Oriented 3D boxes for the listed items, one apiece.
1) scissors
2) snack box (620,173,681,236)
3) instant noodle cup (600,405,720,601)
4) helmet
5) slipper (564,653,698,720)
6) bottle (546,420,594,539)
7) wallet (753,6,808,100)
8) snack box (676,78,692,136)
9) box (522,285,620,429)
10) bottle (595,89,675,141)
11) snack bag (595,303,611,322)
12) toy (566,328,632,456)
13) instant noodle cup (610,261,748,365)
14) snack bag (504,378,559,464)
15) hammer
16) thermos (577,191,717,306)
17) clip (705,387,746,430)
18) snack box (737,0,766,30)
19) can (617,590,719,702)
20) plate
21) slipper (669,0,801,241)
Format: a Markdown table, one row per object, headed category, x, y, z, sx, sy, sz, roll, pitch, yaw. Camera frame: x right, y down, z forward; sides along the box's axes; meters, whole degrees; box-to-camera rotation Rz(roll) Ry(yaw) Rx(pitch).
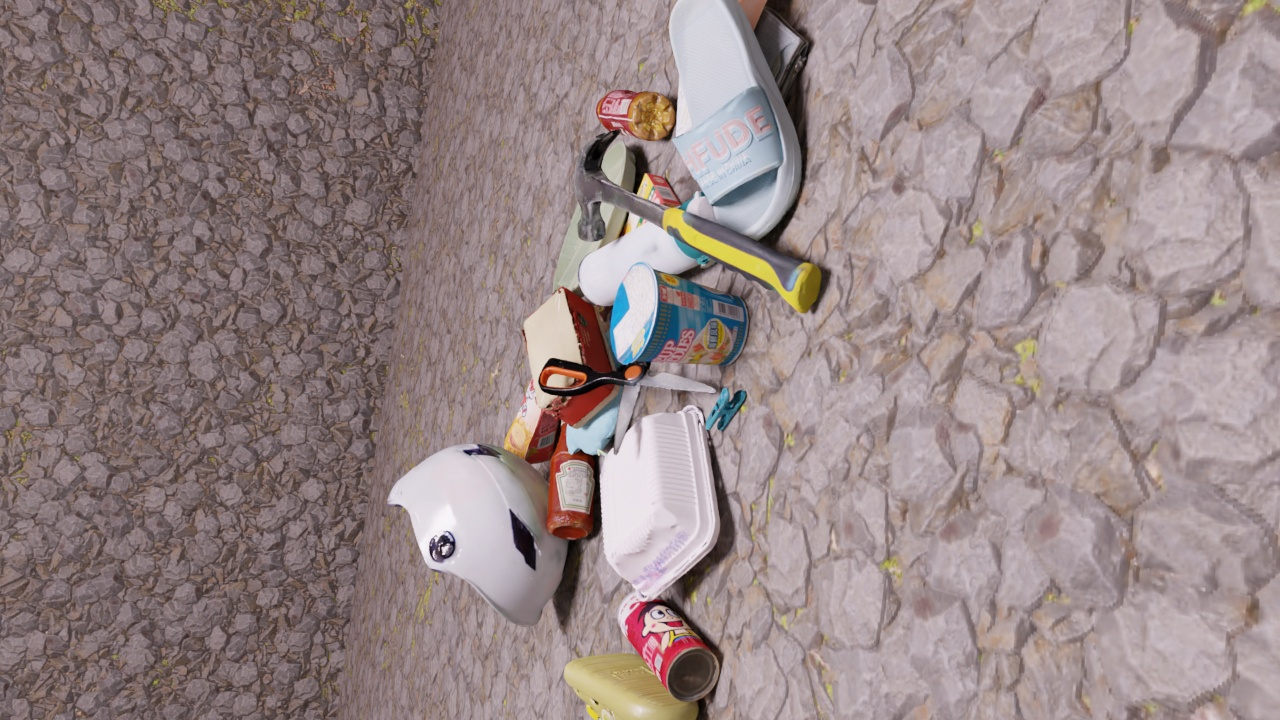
| category | x | y | z | sx | sy | sz | roll | pitch | yaw |
| --- | --- | --- | --- | --- | --- | --- | --- | --- | --- |
| scissors | -0.007 | 0.006 | 0.968 | 0.231 | 0.022 | 0.220 | 7 | 54 | 38 |
| snack box | 0.001 | -0.140 | 1.113 | 0.077 | 0.027 | 0.156 | -114 | 40 | -49 |
| instant noodle cup | 0.010 | 0.133 | 0.911 | 0.138 | 0.060 | 0.173 | -50 | 32 | 35 |
| helmet | -0.183 | 0.205 | 1.201 | 0.146 | 0.229 | 0.258 | -49 | 61 | 4 |
| slipper | -0.014 | 0.341 | 0.898 | 0.191 | 0.091 | 0.081 | -6 | 78 | 62 |
| bottle | -0.088 | 0.126 | 1.180 | 0.060 | 0.059 | 0.205 | 130 | 147 | -50 |
| wallet | 0.110 | -0.270 | 0.900 | 0.106 | 0.037 | 0.130 | -109 | 38 | -51 |
| snack box | 0.073 | -0.332 | 1.022 | 0.085 | 0.026 | 0.156 | 157 | 119 | -63 |
| box | -0.094 | -0.008 | 1.110 | 0.091 | 0.077 | 0.168 | -42 | 39 | 21 |
| bottle | -0.013 | -0.315 | 1.170 | 0.175 | 0.057 | 0.057 | -140 | 62 | -63 |
| snack bag | -0.052 | -0.101 | 1.220 | 0.048 | 0.026 | 0.104 | 116 | 152 | -43 |
| toy | -0.046 | 0.044 | 1.126 | 0.162 | 0.049 | 0.156 | -49 | 33 | 33 |
| instant noodle cup | 0.041 | -0.038 | 0.881 | 0.099 | 0.109 | 0.099 | -171 | 90 | -66 |
| snack bag | -0.130 | 0.042 | 1.289 | 0.128 | 0.073 | 0.208 | -79 | 9 | -67 |
| hammer | 0.040 | -0.128 | 0.866 | 0.323 | 0.031 | 0.126 | 33 | 135 | 41 |
| thermos | 0.017 | -0.115 | 0.992 | 0.225 | 0.073 | 0.073 | -19 | 64 | 54 |
| clip | 0.080 | 0.047 | 0.874 | 0.014 | 0.046 | 0.057 | -105 | 32 | -42 |
| snack box | 0.102 | -0.361 | 0.911 | 0.157 | 0.026 | 0.084 | -66 | 19 | 14 |
| can | 0.023 | 0.269 | 0.879 | 0.133 | 0.053 | 0.053 | -153 | 74 | -66 |
| plate | -0.061 | -0.179 | 1.219 | 0.230 | 0.027 | 0.230 | -161 | 91 | -73 |
| slipper | 0.075 | -0.228 | 0.845 | 0.104 | 0.074 | 0.245 | -19 | 86 | 47 |
